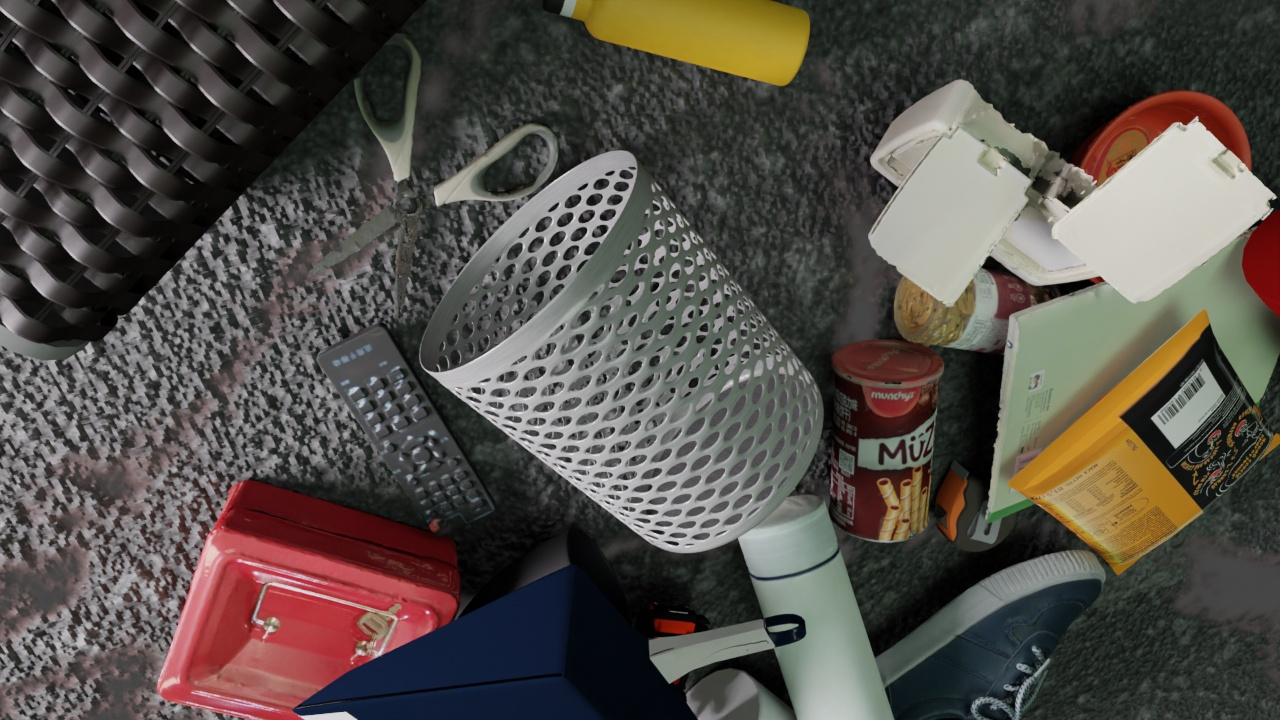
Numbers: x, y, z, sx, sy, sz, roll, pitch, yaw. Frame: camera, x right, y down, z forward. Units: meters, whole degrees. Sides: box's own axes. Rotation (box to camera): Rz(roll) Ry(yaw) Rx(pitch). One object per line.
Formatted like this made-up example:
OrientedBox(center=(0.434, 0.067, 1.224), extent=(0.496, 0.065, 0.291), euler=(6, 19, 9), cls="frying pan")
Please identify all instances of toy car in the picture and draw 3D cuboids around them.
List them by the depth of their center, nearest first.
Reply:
OrientedBox(center=(0.012, 0.218, 0.669), extent=(0.051, 0.048, 0.100), euler=(10, 110, -16), cls="toy car")

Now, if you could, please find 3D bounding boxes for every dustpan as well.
OrientedBox(center=(-0.028, 0.217, 0.582), extent=(0.273, 0.080, 0.236), euler=(-12, 134, 17), cls="dustpan")

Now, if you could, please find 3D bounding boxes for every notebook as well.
OrientedBox(center=(0.353, 0.006, 0.635), extent=(0.252, 0.010, 0.182), euler=(-19, 127, -13), cls="notebook")

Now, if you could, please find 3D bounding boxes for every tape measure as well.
OrientedBox(center=(0.249, 0.113, 0.681), extent=(0.058, 0.038, 0.059), euler=(18, 107, -18), cls="tape measure")

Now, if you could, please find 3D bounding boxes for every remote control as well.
OrientedBox(center=(-0.145, 0.045, 0.582), extent=(0.047, 0.022, 0.150), euler=(-25, 116, -1), cls="remote control")

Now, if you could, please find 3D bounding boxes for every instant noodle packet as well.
OrientedBox(center=(0.369, 0.072, 0.658), extent=(0.160, 0.032, 0.220), euler=(-46, 130, 14), cls="instant noodle packet")

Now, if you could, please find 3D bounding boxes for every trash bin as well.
OrientedBox(center=(-0.003, 0.003, 0.523), extent=(0.156, 0.156, 0.183), euler=(-42, 116, 7), cls="trash bin")

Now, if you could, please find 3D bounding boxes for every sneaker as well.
OrientedBox(center=(0.262, 0.234, 0.696), extent=(0.236, 0.087, 0.089), euler=(-37, 139, 7), cls="sneaker")

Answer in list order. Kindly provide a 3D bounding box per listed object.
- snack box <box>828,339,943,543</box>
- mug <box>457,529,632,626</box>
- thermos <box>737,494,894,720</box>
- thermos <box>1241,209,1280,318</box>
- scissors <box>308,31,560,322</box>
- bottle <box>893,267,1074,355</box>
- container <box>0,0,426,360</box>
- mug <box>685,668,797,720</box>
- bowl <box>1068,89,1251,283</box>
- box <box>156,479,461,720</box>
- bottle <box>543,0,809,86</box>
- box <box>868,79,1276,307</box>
OrientedBox(center=(0.164, 0.054, 0.622), extent=(0.072, 0.072, 0.121), euler=(-7, 113, -9), cls="snack box")
OrientedBox(center=(-0.060, 0.185, 0.624), extent=(0.100, 0.084, 0.119), euler=(-30, 120, 9), cls="mug")
OrientedBox(center=(0.130, 0.210, 0.642), extent=(0.068, 0.068, 0.230), euler=(-19, 95, -4), cls="thermos")
OrientedBox(center=(0.481, -0.039, 0.612), extent=(0.198, 0.084, 0.108), euler=(29, 73, -34), cls="thermos")
OrientedBox(center=(-0.123, -0.105, 0.529), extent=(0.157, 0.012, 0.171), euler=(-11, 114, -6), cls="scissors")
OrientedBox(center=(0.228, -0.033, 0.607), extent=(0.105, 0.056, 0.056), euler=(7, 110, -15), cls="bottle")
OrientedBox(center=(-0.215, -0.186, 0.353), extent=(0.247, 0.245, 0.244), euler=(40, 103, -23), cls="container")
OrientedBox(center=(0.071, 0.302, 0.702), extent=(0.122, 0.090, 0.090), euler=(-28, 120, 37), cls="mug")
OrientedBox(center=(0.325, -0.111, 0.601), extent=(0.130, 0.045, 0.131), euler=(-4, 112, -10), cls="bowl")
OrientedBox(center=(-0.205, 0.160, 0.585), extent=(0.157, 0.087, 0.129), euler=(22, 106, -16), cls="box")
OrientedBox(center=(0.019, -0.190, 0.507), extent=(0.143, 0.043, 0.043), euler=(9, 110, -15), cls="bottle")
OrientedBox(center=(0.199, -0.070, 0.492), extent=(0.143, 0.187, 0.105), euler=(34, 83, -6), cls="box")
